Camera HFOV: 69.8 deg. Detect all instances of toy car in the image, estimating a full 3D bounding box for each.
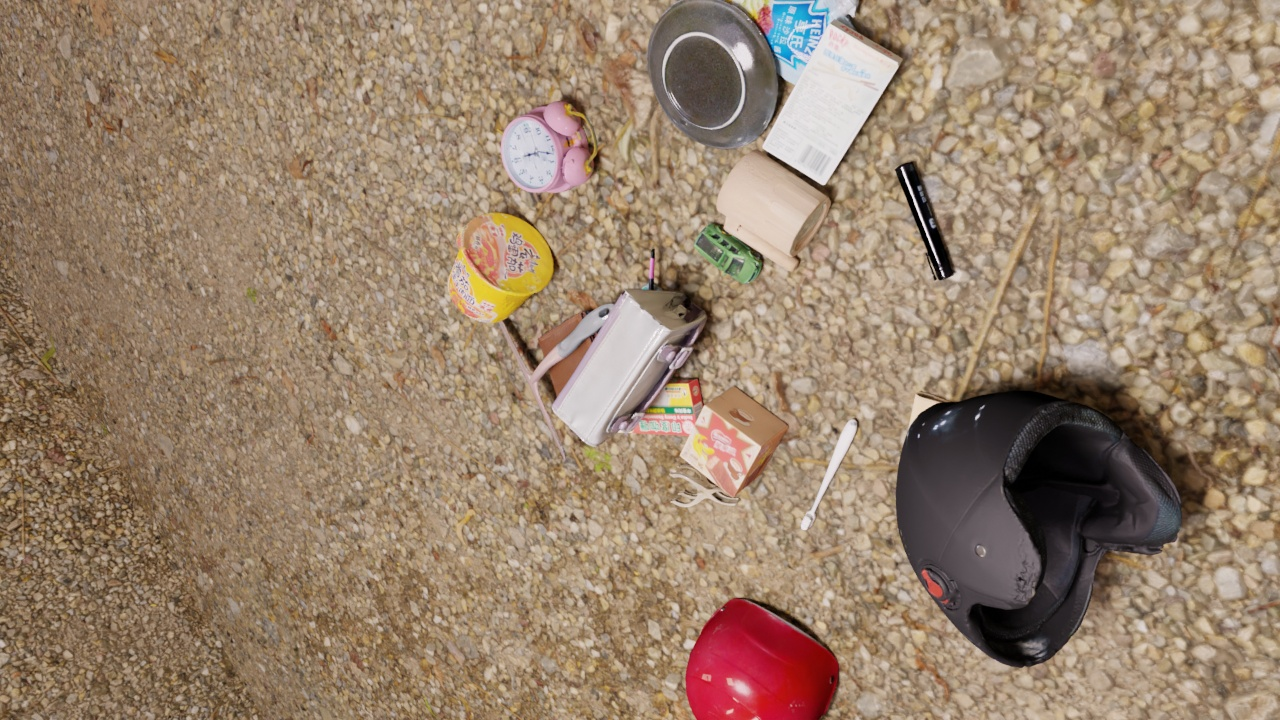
[{"bbox_3d":[0.108,-0.131,1.139,0.091,0.036,0.043,38,126,14],"label":"toy car"}]

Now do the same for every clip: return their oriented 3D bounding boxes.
[{"bbox_3d":[0.085,0.191,1.291,0.103,0.034,0.093,30,120,15],"label":"clip"}]

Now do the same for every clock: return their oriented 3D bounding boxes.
[{"bbox_3d":[-0.118,-0.284,1.231,0.159,0.059,0.117,-7,104,37],"label":"clock"}]

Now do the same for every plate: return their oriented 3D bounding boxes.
[{"bbox_3d":[0.076,-0.325,1.060,0.179,0.024,0.180,25,138,25],"label":"plate"}]

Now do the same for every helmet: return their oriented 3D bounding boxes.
[{"bbox_3d":[0.147,0.472,1.290,0.207,0.143,0.241,29,125,22],"label":"helmet"},{"bbox_3d":[0.375,0.161,0.930,0.230,0.233,0.275,32,126,57],"label":"helmet"}]

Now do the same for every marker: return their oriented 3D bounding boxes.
[{"bbox_3d":[0.305,-0.149,0.990,0.022,0.020,0.132,-20,97,26],"label":"marker"}]

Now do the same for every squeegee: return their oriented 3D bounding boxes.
[{"bbox_3d":[-0.111,-0.012,1.303,0.250,0.040,0.247,-41,70,43],"label":"squeegee"}]

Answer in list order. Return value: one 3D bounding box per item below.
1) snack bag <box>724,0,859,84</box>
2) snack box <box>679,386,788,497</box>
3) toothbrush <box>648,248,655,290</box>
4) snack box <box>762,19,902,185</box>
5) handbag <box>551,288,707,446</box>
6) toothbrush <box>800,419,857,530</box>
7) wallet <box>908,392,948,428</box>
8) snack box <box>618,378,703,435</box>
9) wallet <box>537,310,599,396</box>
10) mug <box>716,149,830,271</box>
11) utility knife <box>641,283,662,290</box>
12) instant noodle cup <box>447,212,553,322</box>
[{"bbox_3d":[0.147,-0.369,1.009,0.191,0.038,0.110,25,118,24],"label":"snack bag"},{"bbox_3d":[0.121,0.105,1.197,0.093,0.076,0.095,37,126,20],"label":"snack box"},{"bbox_3d":[0.015,-0.064,1.238,0.018,0.014,0.189,16,125,20],"label":"toothbrush"},{"bbox_3d":[0.204,-0.276,0.992,0.085,0.026,0.157,33,130,6],"label":"snack box"},{"bbox_3d":[-0.007,0.007,1.190,0.098,0.144,0.197,42,116,15],"label":"handbag"},{"bbox_3d":[0.238,0.147,1.166,0.016,0.016,0.180,30,124,22],"label":"toothbrush"},{"bbox_3d":[0.349,0.102,1.059,0.087,0.024,0.115,19,117,29],"label":"wallet"},{"bbox_3d":[0.017,0.064,1.292,0.156,0.026,0.077,-1,107,38],"label":"snack box"},{"bbox_3d":[-0.097,-0.008,1.339,0.125,0.032,0.101,-27,83,46],"label":"wallet"},{"bbox_3d":[0.151,-0.168,1.069,0.103,0.084,0.125,37,151,18],"label":"mug"},{"bbox_3d":[-0.035,-0.042,1.298,0.029,0.013,0.217,53,131,9],"label":"utility knife"},{"bbox_3d":[-0.210,-0.127,1.325,0.138,0.137,0.110,54,138,6],"label":"instant noodle cup"}]
